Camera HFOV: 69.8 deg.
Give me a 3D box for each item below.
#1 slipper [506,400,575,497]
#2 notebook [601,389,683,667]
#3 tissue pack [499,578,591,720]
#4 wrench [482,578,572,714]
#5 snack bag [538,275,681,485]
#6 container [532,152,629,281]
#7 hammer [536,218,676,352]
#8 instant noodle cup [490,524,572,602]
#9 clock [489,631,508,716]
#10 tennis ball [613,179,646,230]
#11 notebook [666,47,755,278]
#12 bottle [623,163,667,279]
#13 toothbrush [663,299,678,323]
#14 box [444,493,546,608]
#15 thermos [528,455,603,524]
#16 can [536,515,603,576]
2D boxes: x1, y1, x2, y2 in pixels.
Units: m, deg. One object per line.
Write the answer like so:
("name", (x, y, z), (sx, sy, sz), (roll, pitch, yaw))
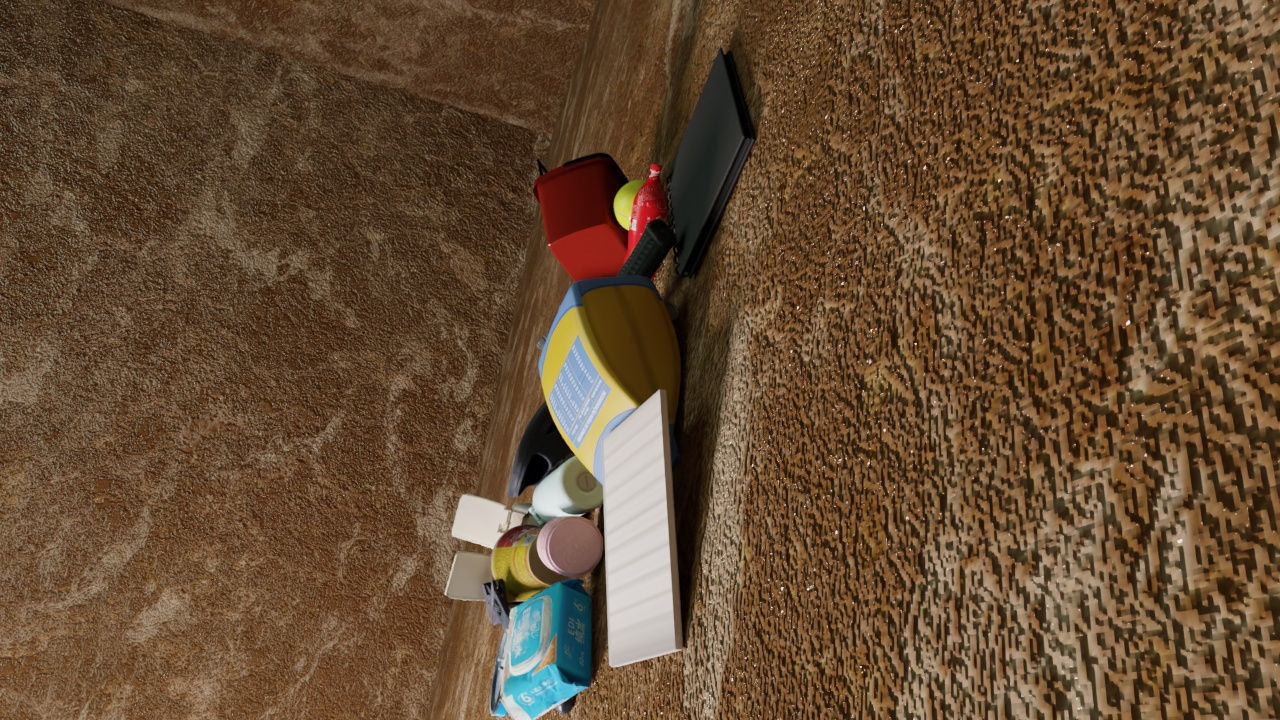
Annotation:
("slipper", (-0.106, 0.099, 1.288), (0.267, 0.083, 0.111), (-61, -4, -45))
("notebook", (-0.003, 0.148, 0.790), (0.143, 0.009, 0.209), (135, 136, -58))
("tissue pack", (-0.101, 0.305, 0.981), (0.093, 0.061, 0.144), (-39, 28, 24))
("wrench", (-0.143, 0.334, 1.097), (0.273, 0.022, 0.073), (32, 127, 57))
("snack bag", (-0.020, 0.041, 0.925), (0.205, 0.102, 0.159), (70, 152, 27))
("container", (-0.071, -0.211, 1.240), (0.148, 0.127, 0.200), (51, -154, -51))
("hammer", (-0.034, -0.052, 1.060), (0.130, 0.032, 0.320), (54, 144, 14))
("instant noodle cup", (-0.128, 0.254, 1.176), (0.113, 0.100, 0.100), (-33, 43, 60))
("clock", (-0.151, 0.386, 1.188), (0.117, 0.060, 0.161), (-128, 55, -76))
("tennis ball", (-0.001, -0.192, 1.144), (0.065, 0.065, 0.065), (-167, 91, -78))
("notebook", (0.068, -0.210, 0.971), (0.231, 0.019, 0.170), (-92, 21, -52))
("bottle", (0.008, -0.163, 1.096), (0.042, 0.042, 0.142), (-117, 35, -72))
("toothbrush", (-0.006, 0.006, 1.039), (0.027, 0.026, 0.223), (67, 150, 25))
("box", (-0.202, 0.260, 1.276), (0.101, 0.186, 0.145), (9, 80, 44))
("thermos", (-0.089, 0.163, 1.141), (0.077, 0.065, 0.207), (-39, -2, -21))
("can", (-0.081, 0.212, 1.050), (0.076, 0.067, 0.067), (147, 135, -73))
